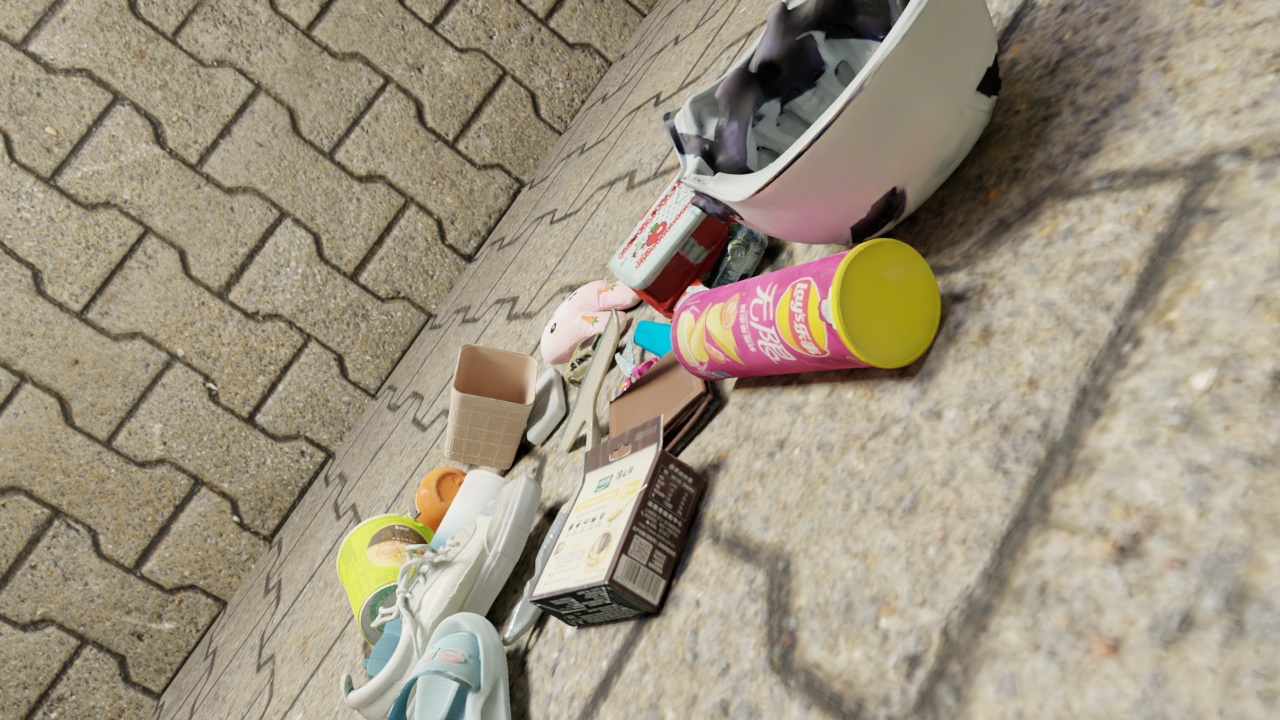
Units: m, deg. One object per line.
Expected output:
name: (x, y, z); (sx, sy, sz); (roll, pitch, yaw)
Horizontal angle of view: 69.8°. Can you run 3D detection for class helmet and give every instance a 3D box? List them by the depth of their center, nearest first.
helmet: (0.142, -0.168, 0.620); (0.229, 0.146, 0.258); (-52, 26, 9)

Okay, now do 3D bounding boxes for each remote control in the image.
remote control: (-0.109, 0.051, 1.052); (0.056, 0.020, 0.136); (-50, 18, 9)

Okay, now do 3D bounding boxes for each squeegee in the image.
squeegee: (-0.062, 0.122, 0.765); (0.247, 0.039, 0.245); (117, 170, -57)

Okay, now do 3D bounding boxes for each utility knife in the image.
utility knife: (0.017, -0.022, 0.873); (0.034, 0.018, 0.159); (-68, 17, 1)

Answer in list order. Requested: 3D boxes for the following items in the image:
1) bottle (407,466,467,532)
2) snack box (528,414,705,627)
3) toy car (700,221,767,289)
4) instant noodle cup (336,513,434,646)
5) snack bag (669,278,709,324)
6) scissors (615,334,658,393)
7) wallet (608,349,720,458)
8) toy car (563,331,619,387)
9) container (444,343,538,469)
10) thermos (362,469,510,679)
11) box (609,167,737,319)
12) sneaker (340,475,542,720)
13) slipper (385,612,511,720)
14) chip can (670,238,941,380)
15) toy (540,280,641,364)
bottle: (-0.250, 0.179, 1.112); (0.150, 0.066, 0.066); (-42, 19, 51)
snack box: (-0.016, 0.115, 0.641); (0.113, 0.053, 0.125); (-30, 28, 52)
toy car: (0.079, -0.081, 0.800); (0.042, 0.034, 0.091); (-91, 26, -57)
instant noodle cup: (-0.256, 0.236, 0.956); (0.111, 0.111, 0.123); (-53, 26, 1)
snack bag: (0.061, -0.040, 0.755); (0.104, 0.026, 0.048); (24, 84, 52)
scissors: (-0.004, 0.003, 0.866); (0.084, 0.017, 0.137); (-53, 20, 27)
wallet: (0.019, 0.035, 0.744); (0.101, 0.032, 0.124); (-45, 19, 16)
toy car: (-0.057, -0.002, 0.997); (0.091, 0.035, 0.042); (-32, 26, 54)
container: (-0.172, 0.056, 1.040); (0.089, 0.090, 0.111); (-92, 17, -51)
thermos: (-0.183, 0.211, 0.872); (0.070, 0.070, 0.219); (-30, 30, 52)
box: (0.065, -0.133, 0.823); (0.201, 0.095, 0.101); (-51, 12, 1)
sneaker: (-0.171, 0.198, 0.794); (0.241, 0.090, 0.090); (-63, 7, -23)
slipper: (-0.138, 0.259, 0.622); (0.104, 0.074, 0.245); (-64, 19, 7)
chip can: (0.095, -0.025, 0.593); (0.071, 0.071, 0.211); (-58, 18, -16)
toy: (-0.059, -0.050, 1.071); (0.160, 0.054, 0.121); (-17, 38, 50)
